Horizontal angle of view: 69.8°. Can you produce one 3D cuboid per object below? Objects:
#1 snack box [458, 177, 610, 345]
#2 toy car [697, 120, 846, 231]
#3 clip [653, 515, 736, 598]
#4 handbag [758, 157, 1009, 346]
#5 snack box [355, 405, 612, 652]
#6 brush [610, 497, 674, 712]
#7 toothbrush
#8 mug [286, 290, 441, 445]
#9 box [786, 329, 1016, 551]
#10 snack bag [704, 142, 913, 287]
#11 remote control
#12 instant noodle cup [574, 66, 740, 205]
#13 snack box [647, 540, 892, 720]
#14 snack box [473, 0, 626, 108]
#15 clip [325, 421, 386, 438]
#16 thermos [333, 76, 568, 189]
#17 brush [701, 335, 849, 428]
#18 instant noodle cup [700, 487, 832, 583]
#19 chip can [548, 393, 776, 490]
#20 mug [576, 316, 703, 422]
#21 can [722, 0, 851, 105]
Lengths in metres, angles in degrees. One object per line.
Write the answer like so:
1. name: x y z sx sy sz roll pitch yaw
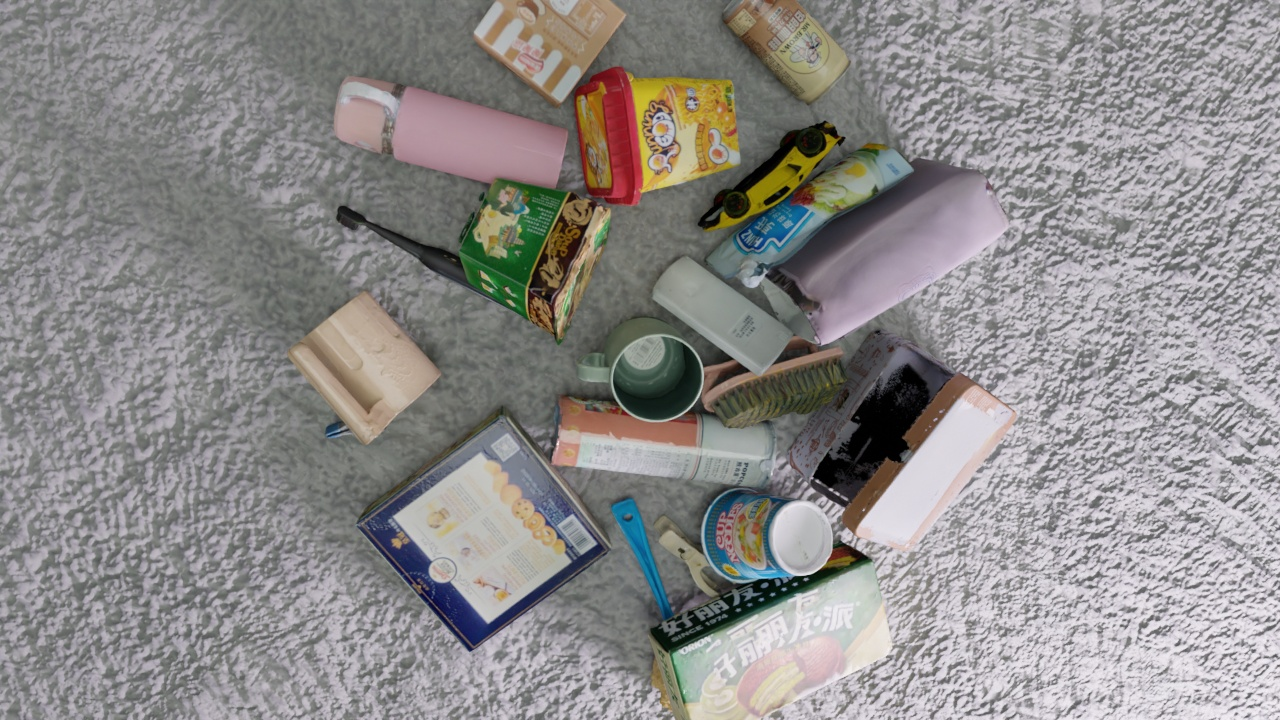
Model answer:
1. snack box: -0.097 -0.097 0.823 0.105 0.118 0.118 23 75 3
2. toy car: 0.120 -0.168 0.857 0.156 0.071 0.041 -39 101 5
3. clip: 0.054 0.202 0.960 0.103 0.076 0.034 42 96 -4
4. handbag: 0.217 -0.097 0.847 0.197 0.145 0.098 -32 102 2
5. snack box: -0.153 0.169 0.914 0.182 0.045 0.178 -36 105 2
6. brush: 0.024 0.260 0.965 0.083 0.046 0.255 -20 101 2
7. toothbrush: -0.185 -0.090 0.861 0.212 0.026 0.027 26 138 -11
8. mug: -0.253 0.007 0.826 0.084 0.124 0.103 -33 103 22
9. box: 0.261 0.089 0.889 0.148 0.158 0.181 32 97 -12
10. snack bag: 0.150 -0.134 0.849 0.191 0.110 0.039 -34 123 0
11. remote control: 0.076 -0.044 0.871 0.135 0.019 0.056 36 62 10
12. instant noodle cup: 0.016 -0.203 0.821 0.123 0.116 0.116 -11 104 -17
13. snack box: 0.136 0.287 0.942 0.239 0.063 0.114 -19 105 -16
14. snack box: -0.080 -0.288 0.801 0.093 0.077 0.094 36 95 -13
15. clip: -0.276 0.064 0.887 0.056 0.024 0.028 -15 108 -10
16. thermos: -0.165 -0.201 0.807 0.198 0.087 0.067 14 81 -11
17. brush: 0.124 0.020 0.892 0.145 0.063 0.073 -14 65 -19
18. instant noodle cup: 0.128 0.172 0.900 0.099 0.110 0.099 5 79 -24
19. chip can: 0.020 0.081 0.902 0.214 0.071 0.071 7 102 -9
20. mug: -0.005 0.005 0.862 0.111 0.106 0.082 -2 104 -7
21. can: 0.133 -0.293 0.835 0.116 0.058 0.058 42 95 -14
